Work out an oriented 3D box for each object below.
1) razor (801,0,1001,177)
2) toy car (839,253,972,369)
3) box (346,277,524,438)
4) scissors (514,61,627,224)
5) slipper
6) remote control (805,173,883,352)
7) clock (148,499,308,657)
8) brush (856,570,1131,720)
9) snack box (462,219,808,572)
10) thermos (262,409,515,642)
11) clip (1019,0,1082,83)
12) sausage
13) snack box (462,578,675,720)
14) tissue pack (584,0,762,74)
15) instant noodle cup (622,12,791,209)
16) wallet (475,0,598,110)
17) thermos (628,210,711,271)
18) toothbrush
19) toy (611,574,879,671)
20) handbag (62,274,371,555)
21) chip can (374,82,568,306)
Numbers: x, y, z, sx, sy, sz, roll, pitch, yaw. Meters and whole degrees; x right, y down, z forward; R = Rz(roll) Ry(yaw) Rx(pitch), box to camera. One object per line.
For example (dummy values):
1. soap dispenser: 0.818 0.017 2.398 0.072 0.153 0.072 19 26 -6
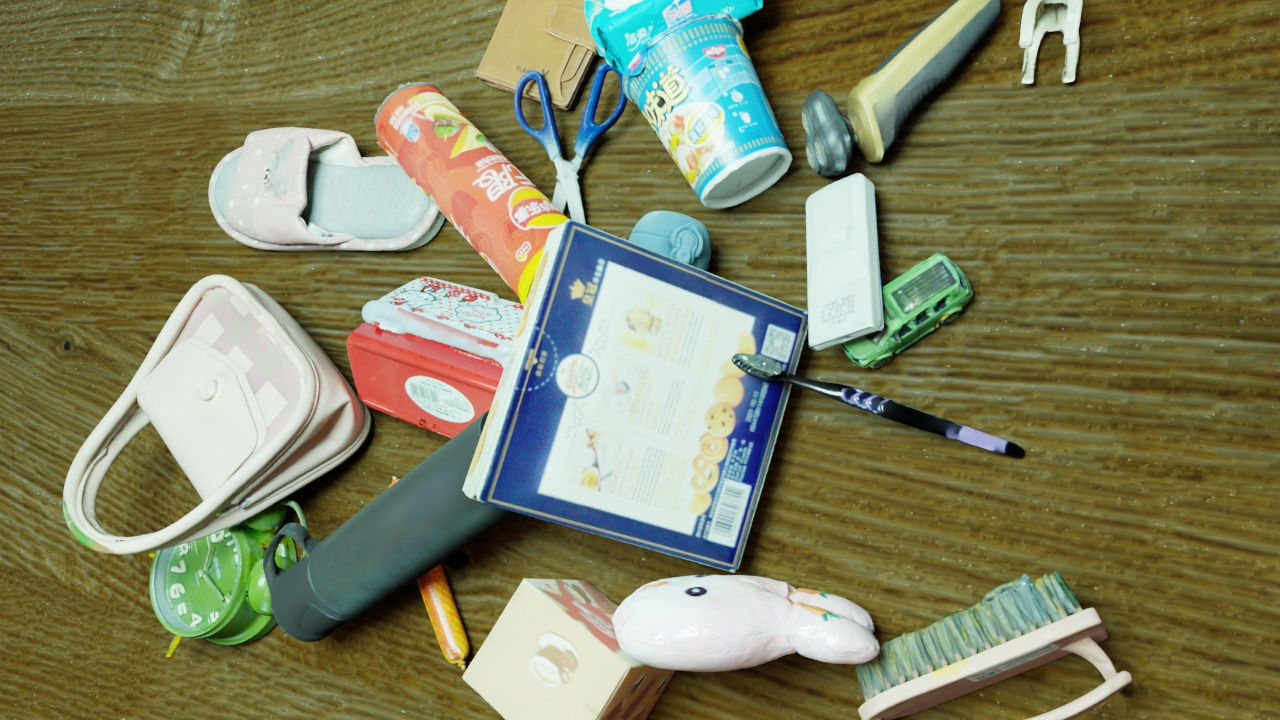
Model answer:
1. razor: 0.178 -0.196 0.627 0.167 0.062 0.067 -44 94 3
2. toy car: 0.170 -0.033 0.600 0.091 0.036 0.043 -37 67 16
3. box: -0.125 0.005 0.719 0.201 0.100 0.095 17 126 27
4. scissors: -0.054 -0.164 0.730 0.163 0.012 0.162 -39 76 16
5. slipper: -0.294 -0.152 0.824 0.275 0.054 0.114 11 82 24
6. remote control: 0.133 -0.067 0.609 0.049 0.024 0.124 -22 53 39
7. clock: -0.337 0.170 0.763 0.161 0.056 0.116 -29 68 14
8. brush: 0.192 0.179 0.521 0.146 0.063 0.073 -30 57 15
9. snack box: 0.002 0.026 0.591 0.046 0.182 0.178 1 73 71
10. thermos: -0.179 0.118 0.659 0.243 0.068 0.090 -35 108 23
11. clip: 0.275 -0.225 0.611 0.035 0.087 0.104 4 51 26
12. sausage: -0.164 0.160 0.707 0.021 0.021 0.165 -32 66 14
13. snack box: -0.042 0.202 0.602 0.093 0.094 0.077 32 91 27
14. tissue pack: 0.024 -0.268 0.684 0.133 0.050 0.093 -26 33 4
15. instant noodle cup: 0.053 -0.172 0.659 0.099 0.099 0.110 -29 76 15
16. wallet: -0.067 -0.280 0.770 0.119 0.035 0.130 26 92 30
17. thermos: -0.004 0.004 0.650 0.070 0.070 0.220 14 84 26
18. toothbrush: 0.148 0.027 0.572 0.189 0.017 0.014 19 73 6
19. toy: 0.062 0.159 0.559 0.159 0.121 0.054 0 88 9
20. handbag: -0.360 0.059 0.748 0.234 0.093 0.193 -44 59 -10
21. chip can: -0.123 -0.131 0.719 0.073 0.073 0.216 -46 65 7
